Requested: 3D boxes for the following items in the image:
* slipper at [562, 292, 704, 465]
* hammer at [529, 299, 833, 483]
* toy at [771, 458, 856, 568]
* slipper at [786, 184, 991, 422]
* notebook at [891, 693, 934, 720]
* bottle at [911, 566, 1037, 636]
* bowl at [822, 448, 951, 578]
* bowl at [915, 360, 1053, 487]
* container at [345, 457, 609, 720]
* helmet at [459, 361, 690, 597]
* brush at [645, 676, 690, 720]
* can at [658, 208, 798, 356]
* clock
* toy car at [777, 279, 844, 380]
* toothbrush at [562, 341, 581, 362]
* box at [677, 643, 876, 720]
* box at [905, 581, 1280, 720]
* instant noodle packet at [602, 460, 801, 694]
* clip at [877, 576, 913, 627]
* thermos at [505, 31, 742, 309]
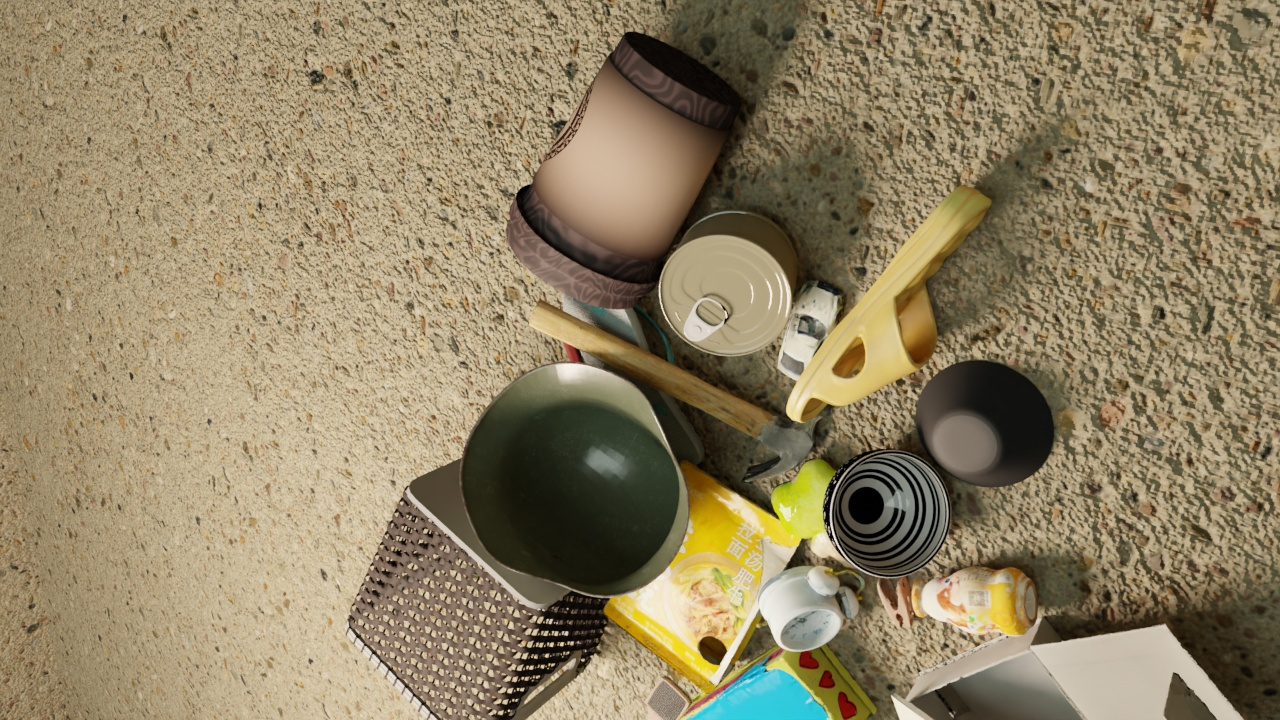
[{"bbox_3d":[-0.006,0.006,1.046,0.098,0.054,0.269,-16,107,41],"label":"slipper"},{"bbox_3d":[0.030,0.021,0.980,0.330,0.033,0.132,27,124,9],"label":"hammer"},{"bbox_3d":[0.195,0.163,0.951,0.118,0.043,0.092,47,118,5],"label":"toy"},{"bbox_3d":[0.232,-0.032,0.821,0.078,0.099,0.264,41,121,16],"label":"slipper"},{"bbox_3d":[0.330,0.416,0.856,0.209,0.012,0.153,26,145,55],"label":"notebook"},{"bbox_3d":[0.316,0.227,0.872,0.109,0.063,0.063,-7,102,38],"label":"bottle"},{"bbox_3d":[0.229,0.144,0.889,0.066,0.120,0.120,173,74,-81],"label":"bowl"},{"bbox_3d":[0.302,0.067,0.831,0.124,0.052,0.124,13,113,32],"label":"bowl"},{"bbox_3d":[-0.174,0.272,1.135,0.245,0.246,0.244,37,121,21],"label":"container"},{"bbox_3d":[-0.047,0.146,0.998,0.227,0.154,0.268,-48,58,-3],"label":"helmet"},{"bbox_3d":[0.020,0.472,1.207,0.050,0.015,0.136,39,125,20],"label":"brush"},{"bbox_3d":[0.088,-0.077,0.897,0.128,0.073,0.128,8,122,13],"label":"can"},{"bbox_3d":[0.182,0.255,0.969,0.118,0.057,0.083,-37,124,14],"label":"clock"},{"bbox_3d":[0.166,-0.027,0.911,0.048,0.033,0.106,27,119,28],"label":"toy car"},{"bbox_3d":[-0.070,0.036,1.115,0.016,0.016,0.190,-14,97,39],"label":"toothbrush"},{"bbox_3d":[0.148,0.411,1.055,0.124,0.079,0.222,49,125,11],"label":"box"},{"bbox_3d":[0.418,0.301,0.785,0.166,0.108,0.420,52,141,9],"label":"box"},{"bbox_3d":[0.071,0.243,1.056,0.163,0.084,0.222,32,115,21],"label":"instant noodle packet"},{"bbox_3d":[0.258,0.249,0.947,0.045,0.025,0.061,-2,109,36],"label":"clip"},{"bbox_3d":[-0.014,-0.188,0.907,0.173,0.172,0.227,42,120,17],"label":"thermos"}]
